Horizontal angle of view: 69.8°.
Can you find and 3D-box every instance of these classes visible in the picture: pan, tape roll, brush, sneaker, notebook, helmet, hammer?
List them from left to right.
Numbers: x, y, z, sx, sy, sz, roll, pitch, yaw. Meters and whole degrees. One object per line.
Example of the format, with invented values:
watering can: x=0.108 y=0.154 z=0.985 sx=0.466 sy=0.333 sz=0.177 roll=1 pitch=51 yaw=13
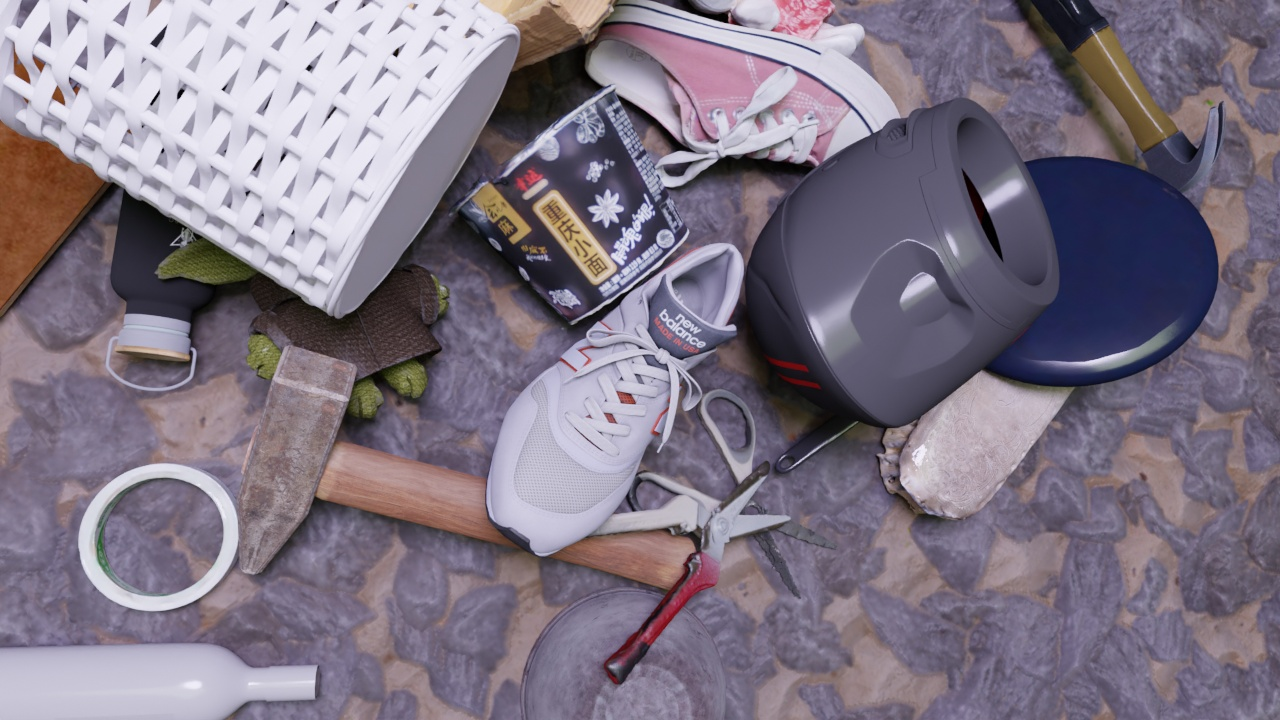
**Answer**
notebook: x=-0.459 y=-0.153 z=0.587 sx=0.225 sy=0.024 sz=0.167 roll=35 pitch=80 yaw=-6
tape roll: x=-0.307 y=0.113 z=0.591 sx=0.093 sy=0.018 sz=0.093 roll=1 pitch=84 yaw=-10
hammer: x=-0.102 y=0.104 z=0.599 sx=0.300 sy=0.037 sz=0.158 roll=18 pitch=121 yaw=-19
sneaker: x=-0.003 y=0.004 z=0.563 sx=0.089 sy=0.125 sz=0.239 roll=38 pitch=48 yaw=-7
sneaker: x=0.070 y=-0.178 z=0.655 sx=0.241 sy=0.118 sz=0.087 roll=18 pitch=60 yaw=-3
helmet: x=0.158 y=-0.057 z=0.602 sx=0.164 sy=0.170 sz=0.263 roll=53 pitch=38 yaw=-12
pan: x=0.243 y=-0.026 z=0.668 sx=0.356 sy=0.021 sz=0.198 roll=-36 pitch=55 yaw=-1
brush: x=0.282 y=0.004 z=0.697 sx=0.083 sy=0.057 sz=0.271 roll=41 pitch=78 yaw=-4
hammer: x=0.338 y=-0.274 z=0.721 sx=0.025 sy=0.118 sz=0.333 roll=-30 pitch=85 yaw=-15

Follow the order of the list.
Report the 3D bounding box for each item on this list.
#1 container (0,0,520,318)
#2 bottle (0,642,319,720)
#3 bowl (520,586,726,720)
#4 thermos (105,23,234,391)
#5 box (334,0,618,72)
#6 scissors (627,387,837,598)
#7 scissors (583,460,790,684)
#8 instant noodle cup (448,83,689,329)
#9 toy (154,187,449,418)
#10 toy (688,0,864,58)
container: x=-0.191 y=-0.148 z=0.482 sx=0.187 sy=0.189 sz=0.189 roll=33 pitch=79 yaw=-9
bottle: x=-0.301 y=0.201 z=0.564 sx=0.195 sy=0.052 sz=0.052 roll=2 pitch=83 yaw=-11
bowl: x=-0.004 y=0.229 z=0.611 sx=0.145 sy=0.067 sz=0.145 roll=1 pitch=84 yaw=-11
thermos: x=-0.300 y=-0.096 z=0.592 sx=0.061 sy=0.061 sz=0.231 roll=6 pitch=83 yaw=-10
box: x=-0.065 y=-0.325 z=0.576 sx=0.263 sy=0.270 sz=0.278 roll=29 pitch=79 yaw=5
scissors: x=0.068 y=0.097 z=0.668 sx=0.157 sy=0.013 sz=0.168 roll=-2 pitch=85 yaw=-11
scissors: x=0.021 y=0.125 z=0.606 sx=0.179 sy=0.015 sz=0.194 roll=33 pitch=62 yaw=-23
instant noodle cup: x=-0.039 y=-0.098 z=0.613 sx=0.137 sy=0.137 sz=0.112 roll=-40 pitch=101 yaw=-13
toy: x=-0.194 y=-0.039 z=0.593 sx=0.178 sy=0.078 sz=0.152 roll=-26 pitch=91 yaw=-35
toy: x=0.078 y=-0.285 z=0.678 sx=0.194 sy=0.084 sz=0.158 roll=45 pitch=48 yaw=-3
